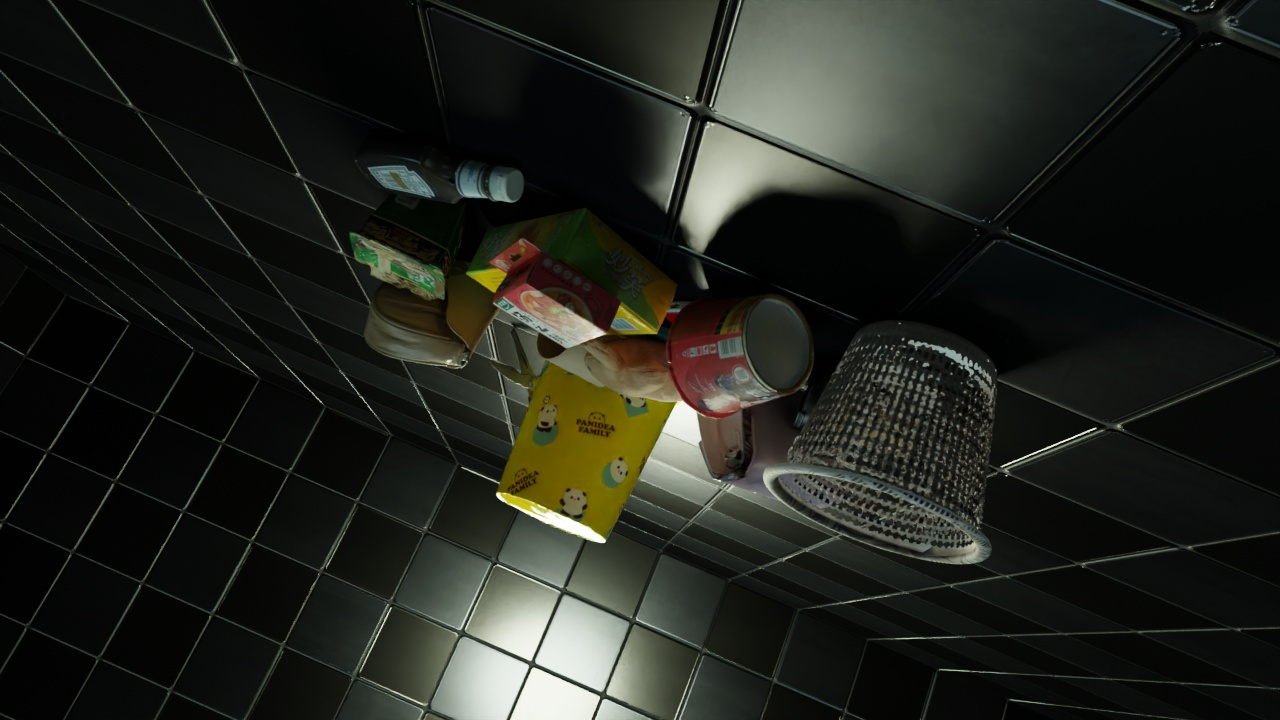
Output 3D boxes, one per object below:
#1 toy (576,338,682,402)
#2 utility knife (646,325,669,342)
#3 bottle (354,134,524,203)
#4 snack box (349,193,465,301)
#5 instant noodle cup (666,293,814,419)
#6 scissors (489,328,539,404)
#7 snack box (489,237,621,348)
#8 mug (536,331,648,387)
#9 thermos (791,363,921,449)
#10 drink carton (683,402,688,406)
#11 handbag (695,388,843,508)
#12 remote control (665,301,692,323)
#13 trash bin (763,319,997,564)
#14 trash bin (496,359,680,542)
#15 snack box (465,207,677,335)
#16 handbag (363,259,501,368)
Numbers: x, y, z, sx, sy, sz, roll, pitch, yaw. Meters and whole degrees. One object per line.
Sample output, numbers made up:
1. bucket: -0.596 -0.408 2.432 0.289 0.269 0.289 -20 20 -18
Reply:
1. toy: -0.007 0.007 1.157 0.225 0.082 0.144 8 170 -41
2. utility knife: 0.025 -0.036 1.158 0.187 0.018 0.034 23 171 48
3. bottle: -0.214 -0.201 0.988 0.195 0.044 0.080 14 160 26
4. snack box: -0.267 -0.150 1.098 0.118 0.105 0.118 24 160 -4
5. instant noodle cup: 0.113 -0.008 0.997 0.138 0.137 0.109 34 154 -29
6. scissors: -0.167 0.050 1.503 0.015 0.189 0.226 -2 172 40
7. snack box: -0.102 -0.069 0.993 0.127 0.044 0.113 32 160 -19
8. mug: -0.062 -0.026 1.250 0.125 0.084 0.103 -22 141 35
9. thermos: 0.255 0.062 1.090 0.143 0.093 0.093 16 162 0
10. drink carton: 0.121 0.049 1.275 0.122 0.045 0.053 15 151 20
11. handbag: 0.160 0.101 1.143 0.196 0.144 0.099 23 138 -40
12. remote control: 0.084 -0.032 1.135 0.056 0.020 0.136 2 152 48
13. trash bin: 0.263 0.075 0.932 0.227 0.191 0.228 22 162 7
14. trash bin: -0.087 0.128 1.422 0.229 0.254 0.230 21 163 7
15. snack box: -0.084 -0.097 1.077 0.157 0.070 0.210 36 159 -34
16. handbag: -0.269 -0.073 1.209 0.148 0.204 0.100 20 121 -2
